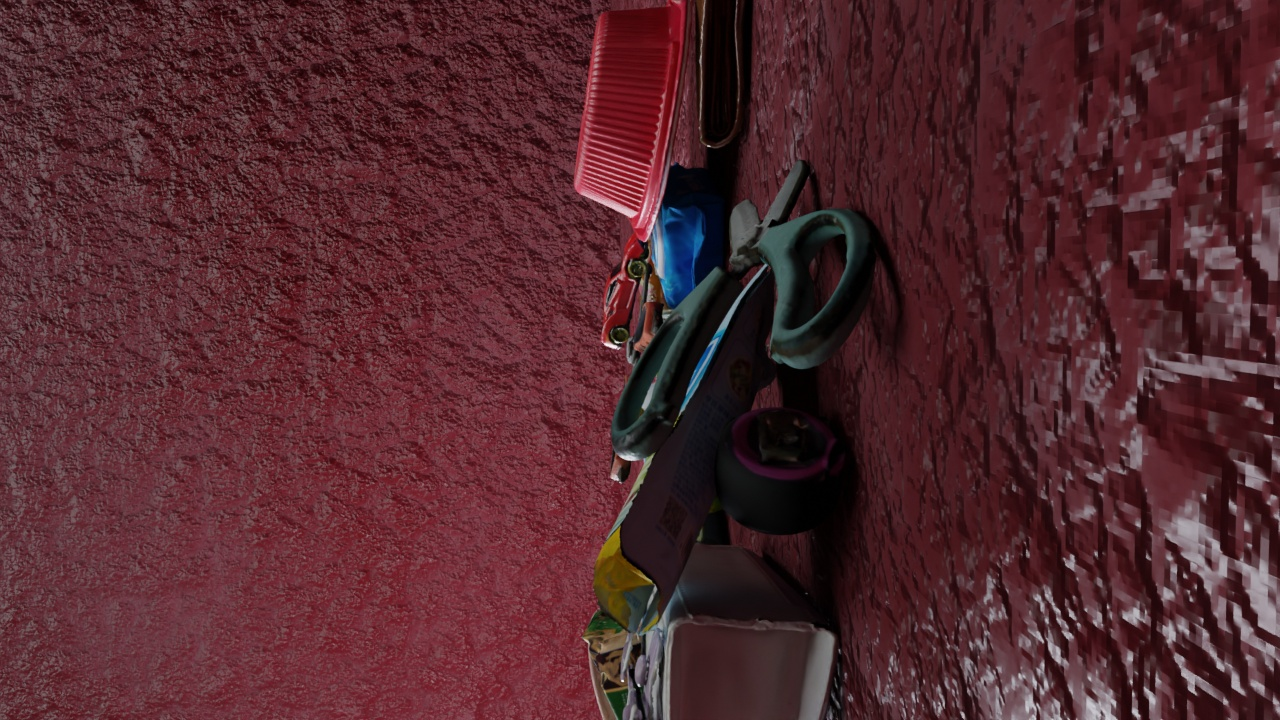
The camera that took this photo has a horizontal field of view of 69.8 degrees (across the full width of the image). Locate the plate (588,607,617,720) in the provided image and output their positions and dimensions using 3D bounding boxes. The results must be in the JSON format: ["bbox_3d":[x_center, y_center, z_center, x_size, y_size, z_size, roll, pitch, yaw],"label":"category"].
[{"bbox_3d":[0.017,0.344,0.893,0.229,0.028,0.229,60,-170,-18],"label":"plate"}]

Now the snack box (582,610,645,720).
[{"bbox_3d":[0.028,0.233,0.676,0.117,0.118,0.105,10,-114,-84],"label":"snack box"}]

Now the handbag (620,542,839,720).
[{"bbox_3d":[0.038,0.189,0.517,0.197,0.098,0.145,147,124,-87],"label":"handbag"}]

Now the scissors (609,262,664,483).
[{"bbox_3d":[-0.004,0.004,0.782,0.222,0.015,0.189,-169,89,-85],"label":"scissors"}]

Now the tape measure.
[{"bbox_3d":[0.061,0.046,0.407,0.057,0.057,0.039,-84,-6,-55],"label":"tape measure"}]

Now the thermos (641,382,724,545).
[{"bbox_3d":[0.037,0.117,0.823,0.070,0.070,0.220,91,175,-47],"label":"thermos"}]

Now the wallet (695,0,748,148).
[{"bbox_3d":[0.052,-0.211,0.617,0.101,0.032,0.125,-93,2,-67],"label":"wallet"}]

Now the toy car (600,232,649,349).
[{"bbox_3d":[-0.014,-0.063,0.781,0.049,0.031,0.106,-86,12,-64],"label":"toy car"}]

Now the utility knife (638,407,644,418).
[{"bbox_3d":[-0.001,0.058,0.797,0.154,0.015,0.033,-177,88,-84],"label":"utility knife"}]

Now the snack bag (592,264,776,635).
[{"bbox_3d":[0.033,0.038,0.464,0.190,0.039,0.110,-60,-26,-31],"label":"snack bag"}]

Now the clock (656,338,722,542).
[{"bbox_3d":[0.044,0.058,0.707,0.116,0.056,0.161,147,120,-87],"label":"clock"}]

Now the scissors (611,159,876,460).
[{"bbox_3d":[0.035,-0.020,0.408,0.179,0.019,0.172,-46,22,19],"label":"scissors"}]

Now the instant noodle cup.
[{"bbox_3d":[-0.011,-0.189,0.698,0.194,0.066,0.194,-175,92,-84],"label":"instant noodle cup"}]

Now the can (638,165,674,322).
[{"bbox_3d":[0.025,-0.111,0.891,0.058,0.058,0.147,106,161,-80],"label":"can"}]

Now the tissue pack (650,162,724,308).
[{"bbox_3d":[0.035,-0.105,0.760,0.157,0.052,0.095,-100,8,-64],"label":"tissue pack"}]
